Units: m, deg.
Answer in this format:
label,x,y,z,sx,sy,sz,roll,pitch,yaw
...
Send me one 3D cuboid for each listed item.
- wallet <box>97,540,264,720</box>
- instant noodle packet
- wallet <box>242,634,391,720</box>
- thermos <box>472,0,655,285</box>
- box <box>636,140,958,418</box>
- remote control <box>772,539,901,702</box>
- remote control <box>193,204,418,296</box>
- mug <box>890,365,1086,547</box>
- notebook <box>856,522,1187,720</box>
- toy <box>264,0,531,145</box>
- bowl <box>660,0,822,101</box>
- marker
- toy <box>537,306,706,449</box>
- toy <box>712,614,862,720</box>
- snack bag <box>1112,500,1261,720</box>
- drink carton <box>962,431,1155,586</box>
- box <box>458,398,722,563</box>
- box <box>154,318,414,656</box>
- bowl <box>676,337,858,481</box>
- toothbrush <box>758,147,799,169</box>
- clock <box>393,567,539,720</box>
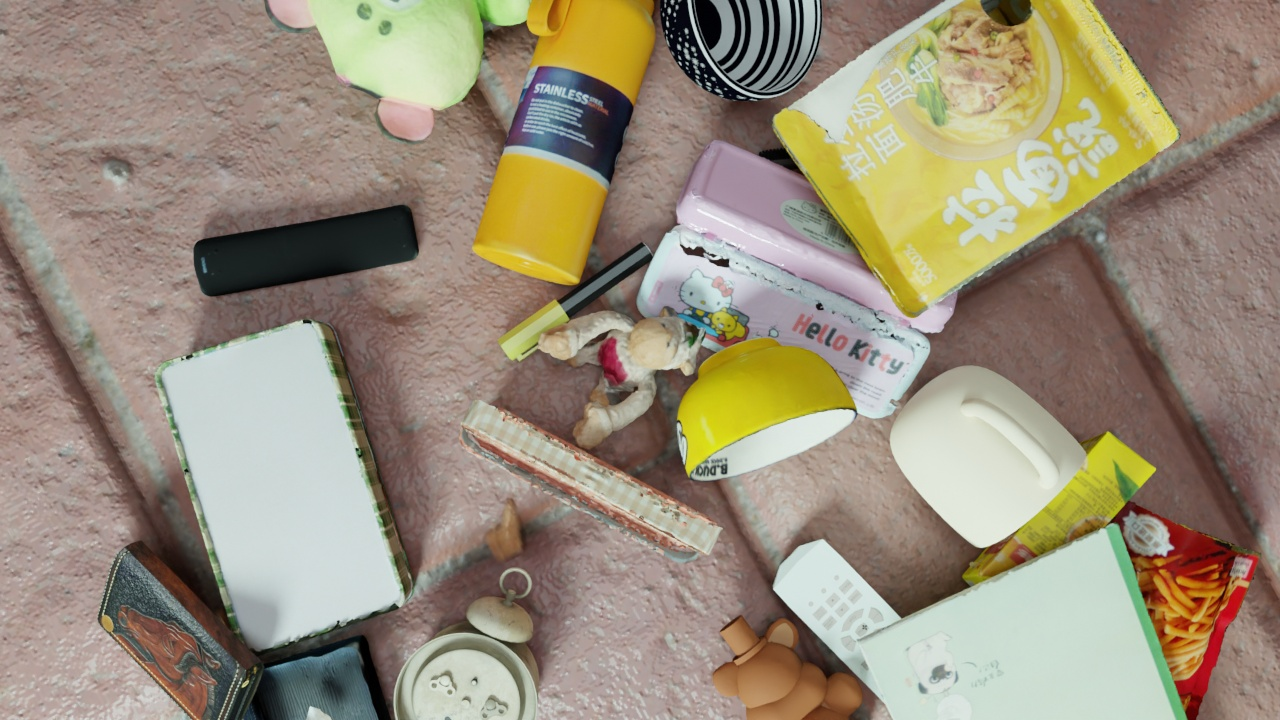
label,x,y,z,sx,sy,sz,roll,pitch,yaw
wallet,-0.297,0.180,0.591,0.123,0.019,0.072,36,116,16
instant noodle packet,0.217,-0.149,0.611,0.221,0.084,0.163,-33,89,-13
wallet,-0.212,0.251,0.616,0.089,0.026,0.115,-16,88,1
thermos,-0.044,-0.173,0.612,0.076,0.091,0.232,17,87,8
box,0.111,-0.056,0.625,0.201,0.077,0.146,23,86,-2
remote control,0.154,0.187,0.639,0.049,0.024,0.143,-44,88,-4
remote control,-0.231,-0.077,0.635,0.152,0.020,0.041,-11,89,-5
mug,0.222,0.054,0.602,0.096,0.120,0.100,-42,79,-9
notebook,0.272,0.249,0.611,0.182,0.010,0.252,-25,104,1
toy,-0.141,-0.258,0.611,0.150,0.107,0.197,42,95,-6
bowl,0.059,-0.236,0.627,0.120,0.066,0.120,-4,97,-36
marker,-0.044,-0.041,0.644,0.124,0.017,0.021,-35,90,-5
toy,-0.004,0.004,0.614,0.106,0.074,0.085,-21,84,5
toy,0.098,0.233,0.625,0.094,0.065,0.127,-35,81,-12
snack bag,0.345,0.210,0.645,0.139,0.066,0.208,22,96,-7
drink carton,0.283,0.113,0.630,0.043,0.058,0.134,42,86,14
box,-0.036,0.081,0.613,0.187,0.083,0.041,28,77,0
box,-0.234,0.083,0.614,0.117,0.051,0.205,-19,89,-7
bowl,0.075,0.027,0.603,0.117,0.117,0.067,-19,71,-4
toothbrush,0.167,-0.152,0.662,0.167,0.013,0.013,-6,80,-3
clock,-0.105,0.202,0.612,0.093,0.054,0.141,22,94,1
